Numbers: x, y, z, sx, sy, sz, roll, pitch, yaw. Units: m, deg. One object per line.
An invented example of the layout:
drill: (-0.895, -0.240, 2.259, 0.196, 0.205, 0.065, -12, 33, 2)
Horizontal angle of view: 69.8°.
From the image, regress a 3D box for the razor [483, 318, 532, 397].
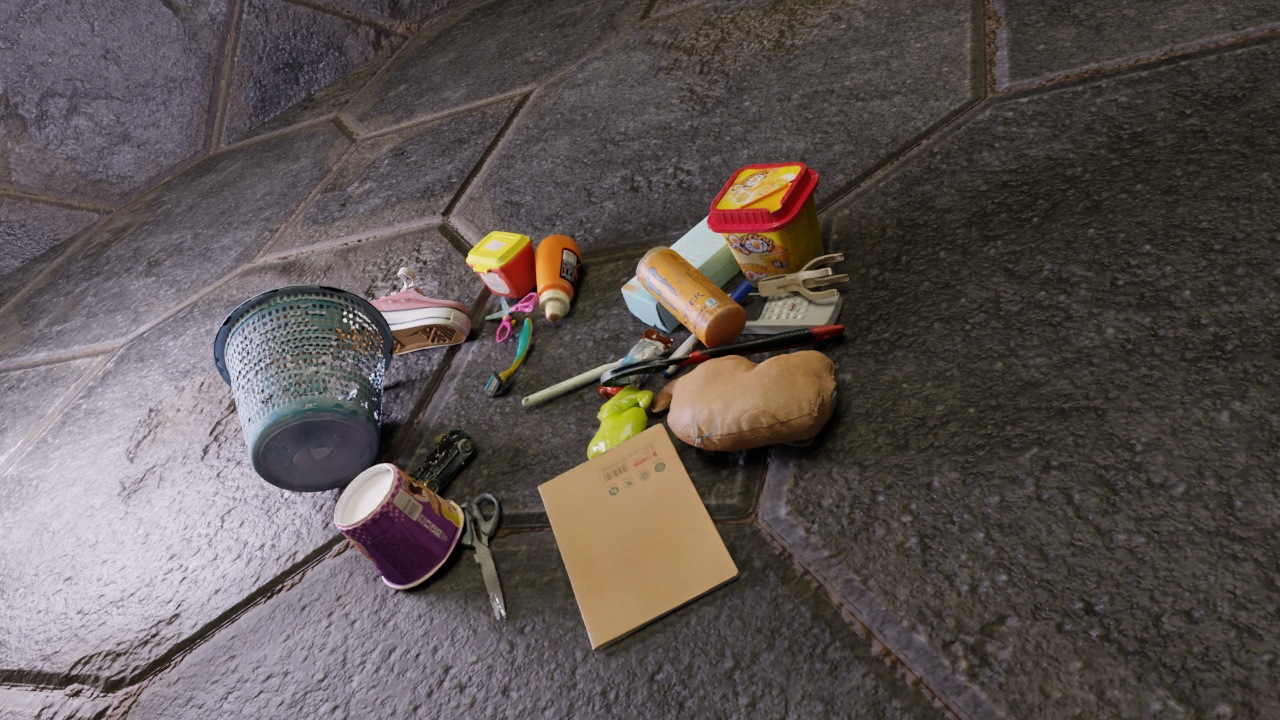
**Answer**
razor: (-0.165, -0.008, 1.203, 0.028, 0.043, 0.132, 26, 47, -5)

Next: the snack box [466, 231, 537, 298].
snack box: (-0.195, -0.136, 1.336, 0.091, 0.080, 0.081, 15, 52, 43)

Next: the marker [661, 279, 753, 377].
marker: (0.076, -0.037, 1.065, 0.145, 0.017, 0.017, -46, 38, -3)

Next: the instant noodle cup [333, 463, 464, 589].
instant noodle cup: (-0.262, 0.170, 0.974, 0.112, 0.099, 0.111, -26, 35, 20)

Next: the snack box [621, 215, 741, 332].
snack box: (0.065, -0.114, 1.164, 0.174, 0.052, 0.074, -41, 40, -17)

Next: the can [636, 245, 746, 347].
can: (0.056, -0.073, 1.049, 0.058, 0.058, 0.146, -35, 49, -11)

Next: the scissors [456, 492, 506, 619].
scissors: (-0.170, 0.209, 0.955, 0.133, 0.014, 0.174, -10, 43, 25)

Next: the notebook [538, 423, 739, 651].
notebook: (-0.009, 0.162, 0.887, 0.148, 0.008, 0.207, -28, 43, 0)

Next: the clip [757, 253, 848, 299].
clip: (0.184, -0.087, 1.031, 0.102, 0.035, 0.095, -15, 20, 8)

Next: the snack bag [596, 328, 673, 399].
snack bag: (-0.006, 0.006, 1.070, 0.045, 0.026, 0.105, 25, 70, 39)

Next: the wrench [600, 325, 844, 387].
wrench: (0.087, -0.006, 1.004, 0.273, 0.056, 0.016, -12, 75, 8)

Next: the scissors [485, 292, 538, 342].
scissors: (-0.179, -0.072, 1.276, 0.108, 0.017, 0.135, -45, 26, 9)

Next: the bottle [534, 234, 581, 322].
bottle: (-0.117, -0.109, 1.272, 0.067, 0.067, 0.149, -16, 45, 15)

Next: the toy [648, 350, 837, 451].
toy: (0.089, 0.041, 0.940, 0.226, 0.082, 0.143, -4, 22, 33)

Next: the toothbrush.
toothbrush: (-0.057, 0.016, 1.110, 0.189, 0.020, 0.029, -23, 61, 6)

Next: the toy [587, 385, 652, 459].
toy: (-0.022, 0.071, 1.003, 0.097, 0.031, 0.100, -37, 35, 10)

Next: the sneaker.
sneaker: (-0.350, -0.068, 1.333, 0.241, 0.118, 0.087, -4, 59, 21)

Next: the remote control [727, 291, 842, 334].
remote control: (0.155, -0.056, 1.059, 0.150, 0.021, 0.058, 1, 45, 33)

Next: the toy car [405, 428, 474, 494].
toy car: (-0.236, 0.124, 1.082, 0.049, 0.031, 0.105, 11, 52, 40)

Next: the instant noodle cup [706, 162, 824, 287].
instant noodle cup: (0.158, -0.156, 1.094, 0.116, 0.124, 0.115, 5, 47, 37)

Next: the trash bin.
trash bin: (-0.417, 0.050, 1.162, 0.226, 0.227, 0.195, -26, 48, 3)
